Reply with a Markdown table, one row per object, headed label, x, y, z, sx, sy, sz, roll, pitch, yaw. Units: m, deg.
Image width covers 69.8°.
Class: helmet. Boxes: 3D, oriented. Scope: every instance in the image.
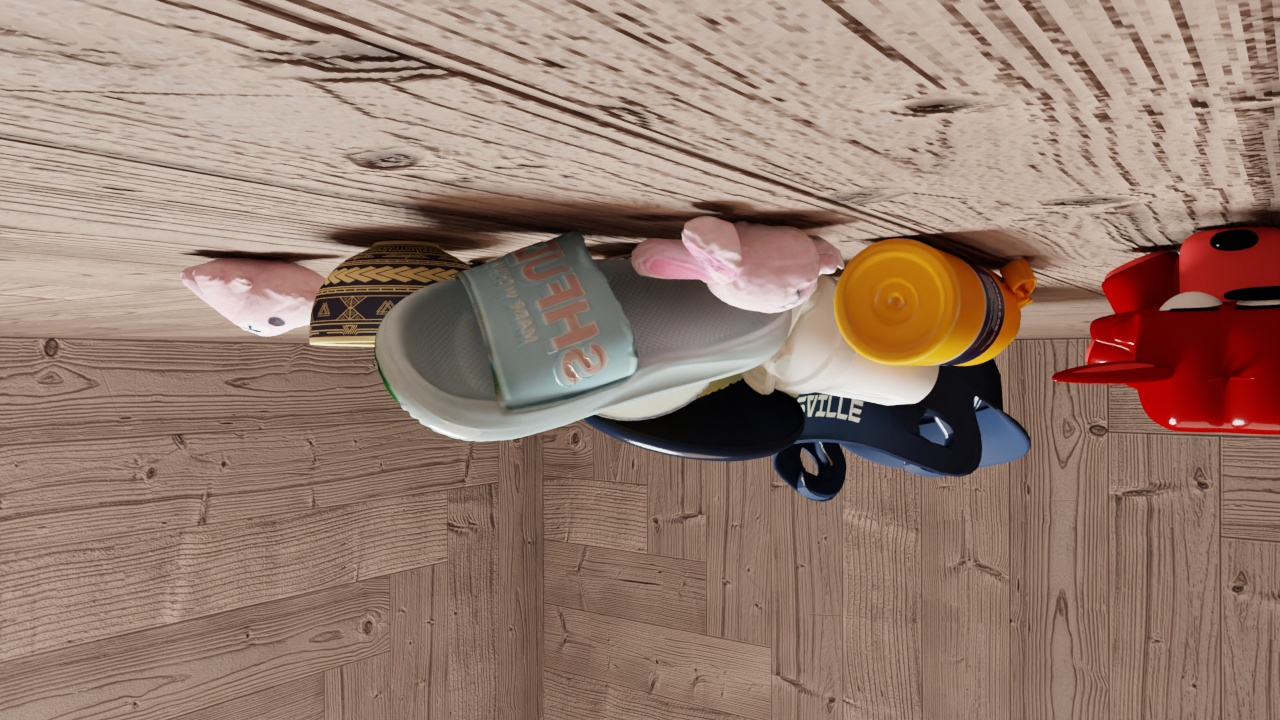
| label | x | y | z | sx | sy | sz | roll | pitch | yaw |
| --- | --- | --- | --- | --- | --- | --- | --- | --- | --- |
| helmet | 0.284 | 0.046 | 0.985 | 0.272 | 0.222 | 0.233 | 31 | 154 | -17 |

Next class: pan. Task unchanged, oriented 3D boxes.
| label | x | y | z | sx | sy | sz | roll | pitch | yaw |
| --- | --- | --- | --- | --- | --- | --- | --- | --- | --- |
| pan | -0.005 | 0.005 | 0.816 | 0.198 | 0.021 | 0.356 | -4 | -156 | -32 |

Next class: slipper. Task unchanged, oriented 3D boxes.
| label | x | y | z | sx | sy | sz | roll | pitch | yaw |
| --- | --- | --- | --- | --- | --- | --- | --- | --- | --- |
| slipper | -0.022 | -0.028 | 0.498 | 0.245 | 0.074 | 0.104 | -10 | -132 | -25 |

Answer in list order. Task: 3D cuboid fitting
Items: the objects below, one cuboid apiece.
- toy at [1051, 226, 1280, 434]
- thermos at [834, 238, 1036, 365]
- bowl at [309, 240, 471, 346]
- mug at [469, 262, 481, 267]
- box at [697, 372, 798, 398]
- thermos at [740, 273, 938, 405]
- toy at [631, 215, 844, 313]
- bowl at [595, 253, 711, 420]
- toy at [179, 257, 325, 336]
| label | x | y | z | sx | sy | sz | roll | pitch | yaw |
| --- | --- | --- | --- | --- | --- | --- | --- | --- | --- |
| toy | 0.335 | -0.015 | 0.518 | 0.159 | 0.120 | 0.196 | 3 | -169 | 36 |
| thermos | 0.218 | -0.034 | 0.632 | 0.092 | 0.076 | 0.232 | -4 | 177 | 33 |
| bowl | -0.143 | -0.040 | 0.562 | 0.112 | 0.061 | 0.112 | 0 | 180 | 0 |
| mug | -0.112 | -0.027 | 0.684 | 0.071 | 0.077 | 0.105 | -17 | 150 | -10 |
| box | 0.038 | -0.016 | 0.805 | 0.140 | 0.047 | 0.188 | 1 | -158 | -28 |
| thermos | 0.164 | -0.008 | 0.746 | 0.099 | 0.099 | 0.220 | 0 | 170 | 42 |
| toy | 0.054 | -0.050 | 0.476 | 0.109 | 0.047 | 0.064 | 7 | 176 | -31 |
| bowl | -0.005 | -0.024 | 0.626 | 0.117 | 0.117 | 0.067 | 0 | -145 | -9 |
| toy | -0.265 | -0.046 | 0.634 | 0.099 | 0.052 | 0.095 | -5 | 164 | 44 |
